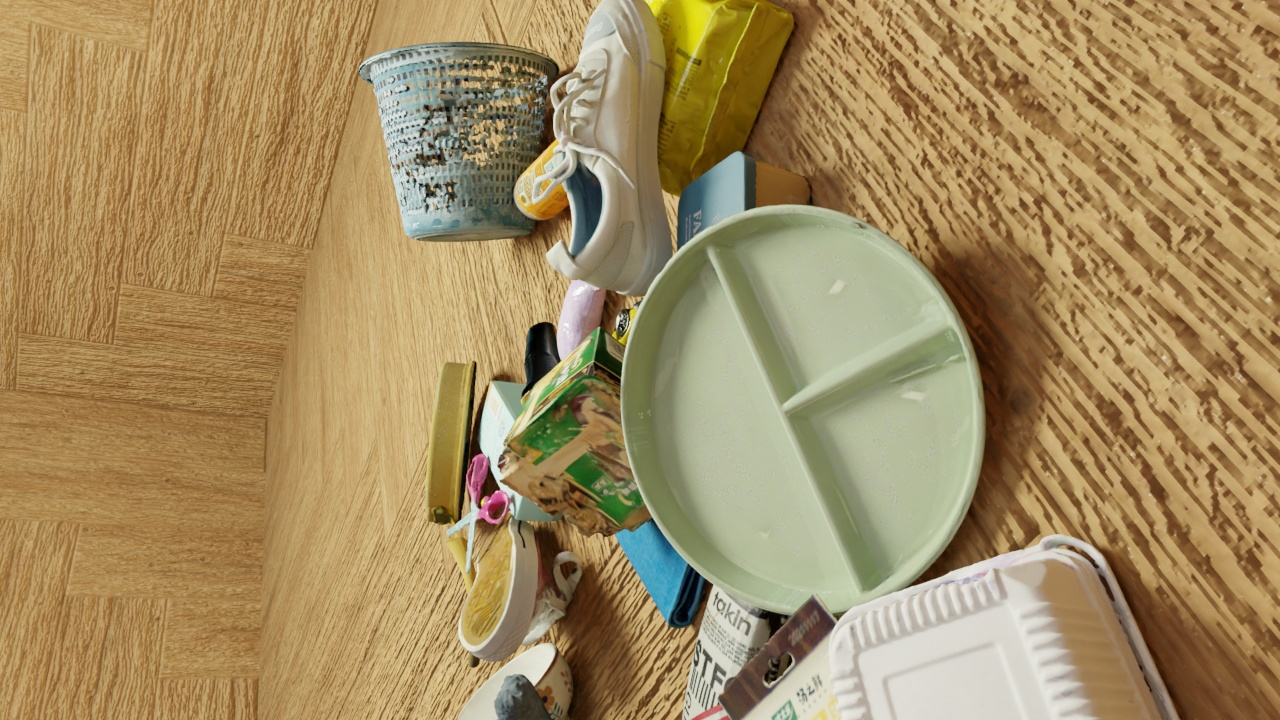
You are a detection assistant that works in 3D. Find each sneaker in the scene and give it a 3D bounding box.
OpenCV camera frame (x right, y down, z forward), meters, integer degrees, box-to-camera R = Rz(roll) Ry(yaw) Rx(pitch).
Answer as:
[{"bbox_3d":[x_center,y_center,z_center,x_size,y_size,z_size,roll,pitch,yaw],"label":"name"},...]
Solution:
[{"bbox_3d":[-0.035,-0.166,0.678,0.090,0.090,0.242,-25,63,54],"label":"sneaker"},{"bbox_3d":[-0.106,0.213,0.848,0.118,0.088,0.241,-54,10,3],"label":"sneaker"}]

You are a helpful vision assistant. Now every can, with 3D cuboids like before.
[{"bbox_3d":[-0.080,-0.195,0.951,0.146,0.058,0.058,-23,62,58],"label":"can"}]

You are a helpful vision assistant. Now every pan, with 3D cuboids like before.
[{"bbox_3d":[-0.206,0.167,1.051,0.198,0.078,0.356,108,165,-58],"label":"pan"}]

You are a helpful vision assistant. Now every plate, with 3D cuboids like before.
[{"bbox_3d":[0.083,0.028,0.521,0.231,0.027,0.230,2,93,40],"label":"plate"}]

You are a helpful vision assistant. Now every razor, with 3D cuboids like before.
[{"bbox_3d":[-0.091,0.018,0.920,0.062,0.067,0.167,-37,34,16],"label":"razor"}]

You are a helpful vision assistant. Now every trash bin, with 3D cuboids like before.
[{"bbox_3d":[-0.201,-0.239,1.062,0.227,0.226,0.195,5,99,63],"label":"trash bin"}]

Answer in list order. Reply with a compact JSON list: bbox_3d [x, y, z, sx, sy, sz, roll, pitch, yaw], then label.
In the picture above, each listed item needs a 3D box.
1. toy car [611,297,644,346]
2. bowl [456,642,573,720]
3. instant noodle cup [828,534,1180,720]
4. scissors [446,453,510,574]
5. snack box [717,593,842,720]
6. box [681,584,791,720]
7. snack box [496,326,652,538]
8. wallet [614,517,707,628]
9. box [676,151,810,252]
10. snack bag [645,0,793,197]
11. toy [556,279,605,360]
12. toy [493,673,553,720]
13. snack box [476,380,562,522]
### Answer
[{"bbox_3d":[-0.004,0.004,0.733,0.156,0.071,0.041,-52,38,42],"label":"toy car"},{"bbox_3d":[-0.103,0.313,0.814,0.062,0.113,0.114,55,149,-6],"label":"bowl"},{"bbox_3d":[0.143,0.164,0.370,0.138,0.060,0.173,-30,51,28],"label":"instant noodle cup"},{"bbox_3d":[-0.166,0.151,0.932,0.134,0.017,0.133,-36,44,43],"label":"scissors"},{"bbox_3d":[0.106,0.207,0.482,0.113,0.053,0.125,-59,34,35],"label":"snack box"},{"bbox_3d":[0.055,0.201,0.578,0.072,0.060,0.164,15,95,46],"label":"box"},{"bbox_3d":[-0.028,0.044,0.666,0.118,0.118,0.105,-40,25,25],"label":"snack box"},{"bbox_3d":[0.016,0.121,0.700,0.133,0.040,0.106,48,128,55],"label":"wallet"},{"bbox_3d":[0.069,-0.052,0.623,0.090,0.062,0.184,-27,60,56],"label":"box"},{"bbox_3d":[0.025,-0.241,0.758,0.158,0.068,0.246,-68,29,23],"label":"snack bag"},{"bbox_3d":[-0.058,-0.045,0.885,0.083,0.039,0.108,-109,31,-61],"label":"toy"},{"bbox_3d":[-0.099,0.381,0.744,0.091,0.138,0.357,-45,-16,-50],"label":"toy"},{"bbox_3d":[-0.120,0.090,0.947,0.175,0.051,0.074,47,126,57],"label":"snack box"}]
